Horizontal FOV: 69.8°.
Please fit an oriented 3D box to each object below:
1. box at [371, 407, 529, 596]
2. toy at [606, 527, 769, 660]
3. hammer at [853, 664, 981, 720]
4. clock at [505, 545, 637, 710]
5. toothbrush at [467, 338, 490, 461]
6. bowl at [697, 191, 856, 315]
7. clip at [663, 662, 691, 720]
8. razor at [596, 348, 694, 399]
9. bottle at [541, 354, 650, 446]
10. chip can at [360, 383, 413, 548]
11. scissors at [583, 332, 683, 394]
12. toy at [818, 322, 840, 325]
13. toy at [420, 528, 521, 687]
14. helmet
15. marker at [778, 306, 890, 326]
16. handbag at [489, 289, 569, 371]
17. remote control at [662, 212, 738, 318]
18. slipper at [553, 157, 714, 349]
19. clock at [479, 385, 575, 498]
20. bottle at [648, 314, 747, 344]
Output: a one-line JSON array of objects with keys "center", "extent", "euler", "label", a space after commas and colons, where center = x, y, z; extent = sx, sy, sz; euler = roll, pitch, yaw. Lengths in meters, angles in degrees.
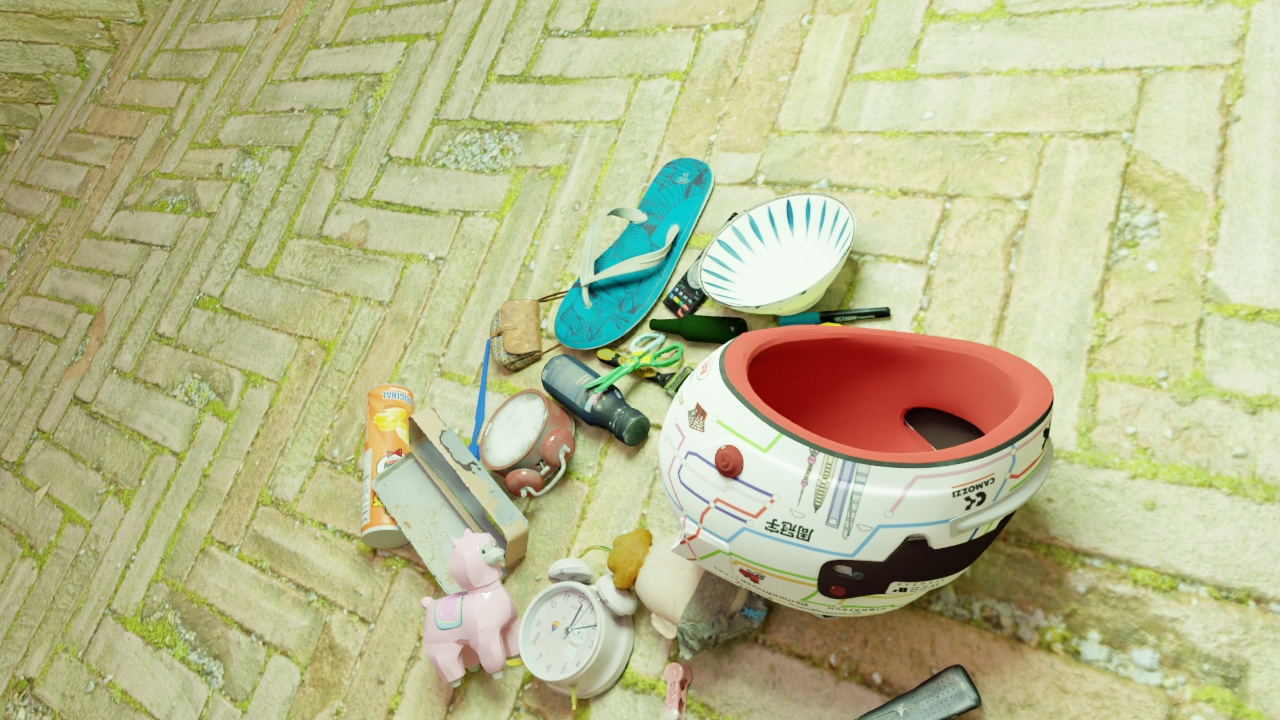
[{"center": [-0.232, 0.172, 1.083], "extent": [0.094, 0.121, 0.217], "euler": [-24, 55, -36], "label": "box"}, {"center": [0.044, 0.220, 0.904], "extent": [0.176, 0.076, 0.132], "euler": [20, 60, 31], "label": "toy"}, {"center": [0.139, 0.347, 0.804], "extent": [0.327, 0.036, 0.140], "euler": [-33, 54, 14], "label": "hammer"}, {"center": [-0.062, 0.271, 0.959], "extent": [0.117, 0.059, 0.157], "euler": [17, 75, 38], "label": "clock"}, {"center": [-0.208, 0.053, 1.205], "extent": [0.017, 0.011, 0.186], "euler": [-14, 56, 27], "label": "toothbrush"}, {"center": [0.157, -0.099, 0.995], "extent": [0.177, 0.071, 0.177], "euler": [-20, 40, 18], "label": "bowl"}, {"center": [0.038, 0.326, 0.895], "extent": [0.023, 0.039, 0.059], "euler": [-6, 58, 27], "label": "clip"}, {"center": [0.002, 0.010, 1.081], "extent": [0.144, 0.021, 0.044], "euler": [21, 61, 38], "label": "razor"}, {"center": [-0.053, 0.046, 1.075], "extent": [0.161, 0.056, 0.056], "euler": [33, 86, 40], "label": "bottle"}, {"center": [-0.331, 0.135, 1.204], "extent": [0.062, 0.062, 0.210], "euler": [-22, 55, 22], "label": "chip can"}, {"center": [-0.017, 0.001, 1.067], "extent": [0.131, 0.013, 0.078], "euler": [-24, 36, -14], "label": "scissors"}, {"center": [0.187, 0.003, 0.952], "extent": [0.096, 0.041, 0.094], "euler": [3, 63, 35], "label": "toy"}, {"center": [-0.186, 0.266, 0.999], "extent": [0.123, 0.067, 0.157], "euler": [-18, 91, 23], "label": "toy"}, {"center": [0.172, 0.102, 0.786], "extent": [0.315, 0.236, 0.230], "euler": [7, 35, 15], "label": "helmet"}, {"center": [0.206, -0.046, 0.980], "extent": [0.123, 0.018, 0.015], "euler": [-5, 62, 31], "label": "marker"}, {"center": [-0.109, -0.056, 1.181], "extent": [0.196, 0.043, 0.093], "euler": [-20, 56, 19], "label": "handbag"}, {"center": [0.084, -0.111, 1.094], "extent": [0.140, 0.021, 0.045], "euler": [-50, 49, 7], "label": "remote control"}, {"center": [-0.008, -0.140, 1.135], "extent": [0.118, 0.060, 0.294], "euler": [28, 79, 27], "label": "slipper"}, {"center": [-0.124, 0.105, 1.082], "extent": [0.110, 0.062, 0.156], "euler": [-46, 37, 4], "label": "clock"}, {"center": [0.063, -0.037, 1.059], "extent": [0.123, 0.033, 0.033], "euler": [7, 69, 36], "label": "bottle"}]
